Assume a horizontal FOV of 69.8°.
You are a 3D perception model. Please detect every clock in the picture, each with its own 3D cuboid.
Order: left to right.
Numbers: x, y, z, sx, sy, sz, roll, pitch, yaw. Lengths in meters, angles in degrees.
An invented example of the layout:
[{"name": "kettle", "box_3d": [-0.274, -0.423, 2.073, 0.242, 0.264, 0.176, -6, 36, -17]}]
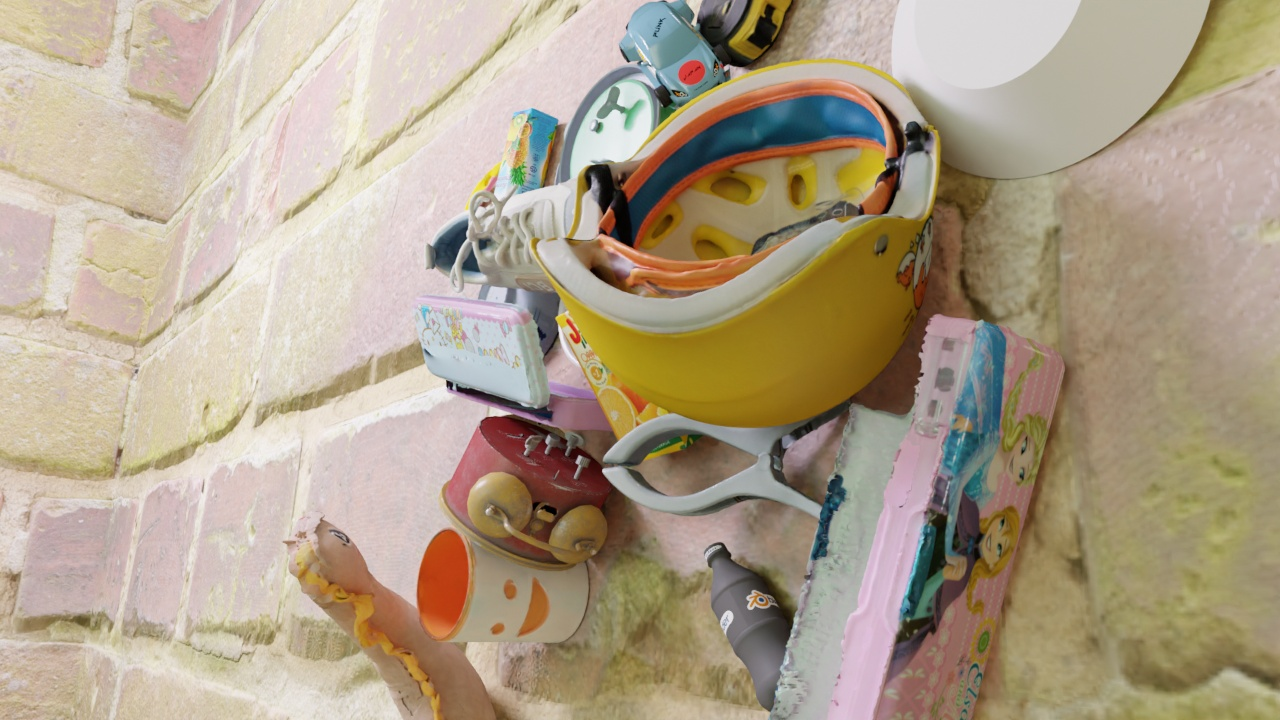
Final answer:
[{"name": "clock", "box_3d": [-0.077, 0.094, 0.673, 0.081, 0.117, 0.159, -62, 19, 10]}, {"name": "clock", "box_3d": [-0.022, -0.160, 0.729, 0.162, 0.075, 0.121, -10, 71, 49]}]

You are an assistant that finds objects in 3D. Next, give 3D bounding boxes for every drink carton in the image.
[{"name": "drink carton", "box_3d": [-0.114, -0.175, 0.880, 0.044, 0.038, 0.129, 10, 86, 52]}, {"name": "drink carton", "box_3d": [-0.004, 0.004, 0.629, 0.058, 0.041, 0.122, -23, 95, 46]}]

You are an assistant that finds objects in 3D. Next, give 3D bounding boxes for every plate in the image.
[{"name": "plate", "box_3d": [0.191, -0.184, 0.472, 0.174, 0.036, 0.174, -1, 89, 51]}]

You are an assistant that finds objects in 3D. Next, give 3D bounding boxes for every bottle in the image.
[{"name": "bottle", "box_3d": [0.066, 0.154, 0.543, 0.036, 0.036, 0.109, -54, 42, 25]}]

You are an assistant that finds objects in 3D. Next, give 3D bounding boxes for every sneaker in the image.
[{"name": "sneaker", "box_3d": [-0.090, -0.087, 0.693, 0.243, 0.090, 0.089, 2, 100, 55]}]

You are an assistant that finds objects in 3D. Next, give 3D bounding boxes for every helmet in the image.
[{"name": "helmet", "box_3d": [0.069, -0.056, 0.520, 0.209, 0.140, 0.239, 0, 40, 29]}]

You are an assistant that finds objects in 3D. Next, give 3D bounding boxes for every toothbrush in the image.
[{"name": "toothbrush", "box_3d": [-0.152, -0.191, 0.953, 0.136, 0.016, 0.021, -41, 53, 36]}]

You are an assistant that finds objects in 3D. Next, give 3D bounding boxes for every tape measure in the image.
[{"name": "tape measure", "box_3d": [0.074, -0.254, 0.669, 0.071, 0.042, 0.072, 19, 96, 49]}]

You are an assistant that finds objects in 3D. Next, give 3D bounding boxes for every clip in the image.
[{"name": "clip", "box_3d": [0.053, 0.054, 0.562, 0.162, 0.027, 0.090, 5, 80, 28]}]

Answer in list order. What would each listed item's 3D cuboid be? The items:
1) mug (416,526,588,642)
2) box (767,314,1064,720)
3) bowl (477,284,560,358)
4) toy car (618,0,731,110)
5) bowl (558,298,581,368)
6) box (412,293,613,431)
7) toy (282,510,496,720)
[{"name": "mug", "box_3d": [-0.104, 0.172, 0.697, 0.082, 0.105, 0.082, -22, 61, 47]}, {"name": "box", "box_3d": [0.124, 0.094, 0.451, 0.091, 0.084, 0.230, 15, 90, 51]}, {"name": "bowl", "box_3d": [-0.118, -0.052, 0.839, 0.115, 0.045, 0.114, -21, 62, 46]}, {"name": "toy car", "box_3d": [0.022, -0.222, 0.651, 0.060, 0.027, 0.107, -34, 55, 6]}, {"name": "bowl", "box_3d": [-0.016, -0.044, 0.711, 0.110, 0.040, 0.109, -20, 63, 48]}, {"name": "box", "box_3d": [-0.107, 0.008, 0.726, 0.062, 0.140, 0.214, -53, 30, -17]}, {"name": "toy", "box_3d": [-0.171, 0.227, 0.681, 0.065, 0.264, 0.196, -34, 44, -14]}]
